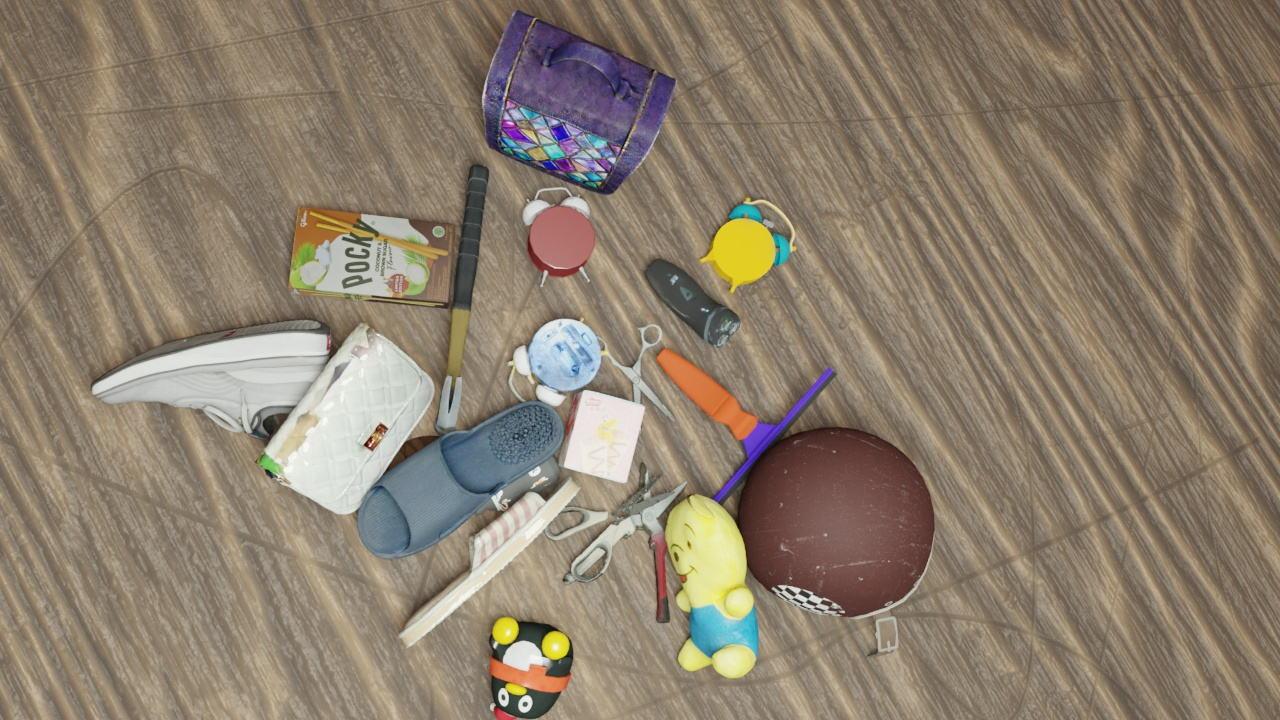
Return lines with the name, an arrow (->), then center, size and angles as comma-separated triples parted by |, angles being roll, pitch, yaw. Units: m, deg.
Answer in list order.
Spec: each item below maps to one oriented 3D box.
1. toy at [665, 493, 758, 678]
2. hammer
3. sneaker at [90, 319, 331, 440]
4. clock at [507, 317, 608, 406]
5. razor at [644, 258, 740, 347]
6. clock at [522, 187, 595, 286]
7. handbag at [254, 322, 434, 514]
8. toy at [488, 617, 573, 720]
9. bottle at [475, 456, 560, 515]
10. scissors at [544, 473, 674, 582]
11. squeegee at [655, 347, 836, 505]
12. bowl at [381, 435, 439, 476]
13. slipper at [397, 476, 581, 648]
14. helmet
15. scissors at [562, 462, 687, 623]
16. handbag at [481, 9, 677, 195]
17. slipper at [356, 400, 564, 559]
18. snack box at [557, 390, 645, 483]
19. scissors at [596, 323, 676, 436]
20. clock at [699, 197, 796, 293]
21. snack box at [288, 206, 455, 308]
toy -> 0.084, 0.258, 1.071 | 0.083, 0.149, 0.214 | -9, 85, -24
hammer -> -0.214, -0.082, 1.108 | 0.025, 0.118, 0.332 | 8, 72, -13
sneaker -> -0.473, 0.034, 1.037 | 0.263, 0.096, 0.129 | -9, 104, -4
clock -> -0.105, 0.004, 1.132 | 0.125, 0.052, 0.089 | -36, 88, -7
razor -> 0.066, -0.077, 1.182 | 0.140, 0.064, 0.053 | 42, 72, -3
clock -> -0.104, -0.161, 1.173 | 0.087, 0.044, 0.124 | -8, 80, -14
handbag -> -0.320, 0.068, 1.027 | 0.072, 0.139, 0.194 | 19, 70, 35
toy -> -0.126, 0.355, 1.036 | 0.097, 0.099, 0.119 | 12, 81, 12
bottle -> -0.150, 0.150, 1.099 | 0.112, 0.047, 0.047 | -29, 86, -16
scissors -> -0.035, 0.203, 1.114 | 0.163, 0.013, 0.153 | 2, 69, 1
squeegee -> 0.095, 0.051, 1.167 | 0.185, 0.055, 0.249 | 41, 92, 1
bowl -> -0.249, 0.146, 1.085 | 0.119, 0.032, 0.119 | 2, 78, -12
slipper -> -0.178, 0.220, 1.046 | 0.262, 0.115, 0.052 | -42, 89, -11
helmet -> 0.231, 0.204, 1.096 | 0.234, 0.254, 0.232 | 13, 66, -2
scissors -> -0.012, 0.229, 1.128 | 0.179, 0.015, 0.199 | -9, 80, -14
handbag -> -0.078, -0.315, 1.117 | 0.205, 0.222, 0.125 | 21, 74, -8
slipper -> -0.202, 0.120, 1.034 | 0.263, 0.083, 0.101 | -32, 74, -19
snack box -> -0.050, 0.091, 1.103 | 0.079, 0.093, 0.094 | 16, 83, -9
scissors -> -0.019, 0.016, 1.163 | 0.165, 0.014, 0.141 | 19, 96, 9
clock -> 0.146, -0.155, 1.228 | 0.129, 0.044, 0.099 | -44, 90, -10
snack box -> -0.325, -0.124, 1.124 | 0.186, 0.032, 0.101 | 5, 78, -11
